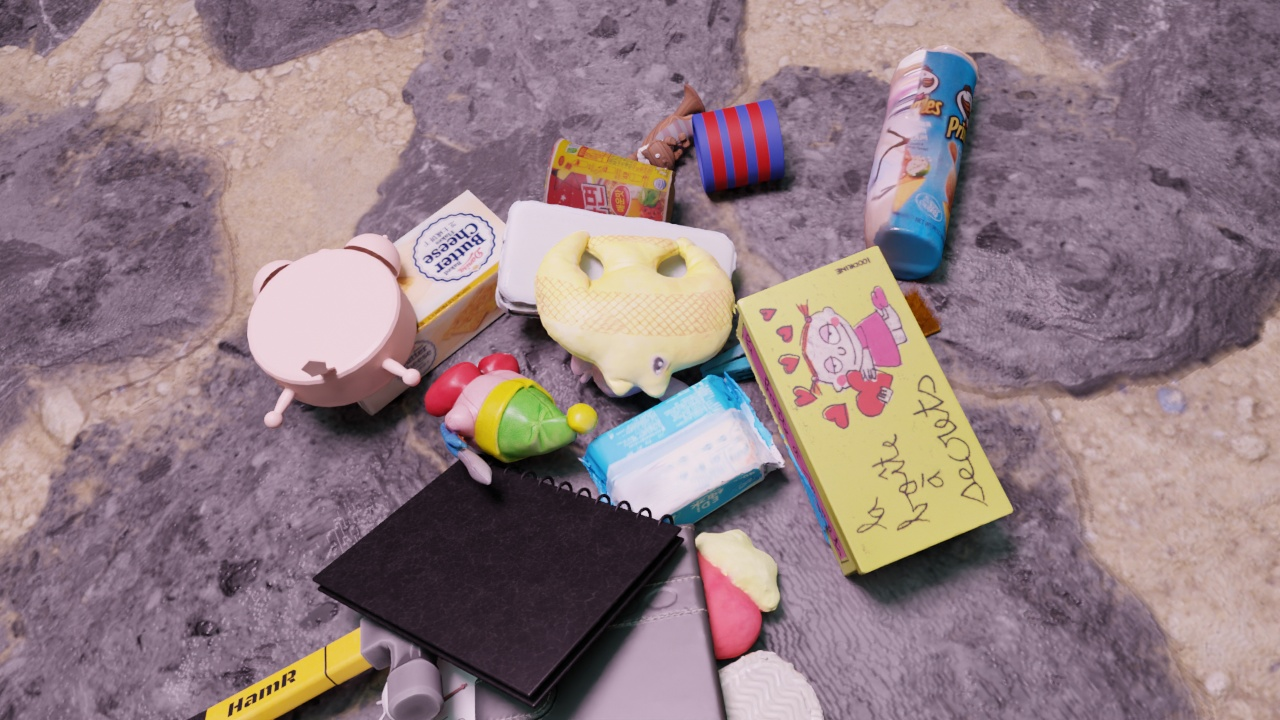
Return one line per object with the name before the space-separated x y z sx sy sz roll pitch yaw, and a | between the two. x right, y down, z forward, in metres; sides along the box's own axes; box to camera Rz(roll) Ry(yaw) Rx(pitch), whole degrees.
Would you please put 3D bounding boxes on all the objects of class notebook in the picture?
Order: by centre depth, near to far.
notebook | -0.029 0.218 0.616 0.169 0.029 0.208 -12 48 3
notebook | -0.104 0.142 0.666 0.232 0.019 0.168 11 38 38

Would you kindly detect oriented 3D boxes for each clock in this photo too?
clock | -0.134 0.247 0.665 0.124 0.044 0.087 -33 60 -12
clock | -0.262 -0.036 0.770 0.131 0.086 0.160 -17 53 -1

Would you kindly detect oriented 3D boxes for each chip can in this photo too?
chip can | 0.254 -0.185 0.841 0.080 0.080 0.229 11 62 16

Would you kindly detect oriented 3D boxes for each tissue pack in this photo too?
tissue pack | 0.034 0.080 0.726 0.144 0.062 0.093 -30 61 -4

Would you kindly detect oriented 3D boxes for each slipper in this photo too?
slipper | 0.004 0.295 0.609 0.272 0.054 0.114 -30 61 -14

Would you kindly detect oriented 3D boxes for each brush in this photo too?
brush | 0.191 -0.023 0.787 0.126 0.017 0.048 -22 58 -4

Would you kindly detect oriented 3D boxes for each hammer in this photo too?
hammer | -0.288 0.253 0.675 0.324 0.034 0.169 -29 33 1

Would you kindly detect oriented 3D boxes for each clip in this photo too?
clip | 0.119 -0.021 0.781 0.120 0.033 0.118 11 73 20

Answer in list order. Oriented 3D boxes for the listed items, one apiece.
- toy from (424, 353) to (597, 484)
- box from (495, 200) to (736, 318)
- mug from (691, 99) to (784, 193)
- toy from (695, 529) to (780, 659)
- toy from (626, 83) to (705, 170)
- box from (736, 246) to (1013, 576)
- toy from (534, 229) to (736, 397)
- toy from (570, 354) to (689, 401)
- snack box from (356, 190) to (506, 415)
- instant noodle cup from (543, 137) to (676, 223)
toy | -0.104 0.043 0.741 0.131 0.097 0.124 43 30 26
box | -0.021 -0.079 0.812 0.213 0.063 0.118 5 83 -10
mug | 0.092 -0.214 0.893 0.076 0.075 0.111 -11 32 3
toy | 0.045 0.181 0.672 0.092 0.045 0.135 33 64 31
toy | 0.032 -0.228 0.923 0.101 0.041 0.055 -45 40 -8
box | 0.167 0.040 0.691 0.124 0.079 0.220 -19 71 -3
toy | -0.002 -0.042 0.749 0.170 0.065 0.154 4 61 -10
toy | -0.005 0.005 0.787 0.110 0.047 0.063 12 73 11
snack box | -0.203 -0.057 0.850 0.207 0.057 0.104 -40 61 -14
instant noodle cup | -0.027 -0.151 0.860 0.112 0.100 0.100 10 61 6
